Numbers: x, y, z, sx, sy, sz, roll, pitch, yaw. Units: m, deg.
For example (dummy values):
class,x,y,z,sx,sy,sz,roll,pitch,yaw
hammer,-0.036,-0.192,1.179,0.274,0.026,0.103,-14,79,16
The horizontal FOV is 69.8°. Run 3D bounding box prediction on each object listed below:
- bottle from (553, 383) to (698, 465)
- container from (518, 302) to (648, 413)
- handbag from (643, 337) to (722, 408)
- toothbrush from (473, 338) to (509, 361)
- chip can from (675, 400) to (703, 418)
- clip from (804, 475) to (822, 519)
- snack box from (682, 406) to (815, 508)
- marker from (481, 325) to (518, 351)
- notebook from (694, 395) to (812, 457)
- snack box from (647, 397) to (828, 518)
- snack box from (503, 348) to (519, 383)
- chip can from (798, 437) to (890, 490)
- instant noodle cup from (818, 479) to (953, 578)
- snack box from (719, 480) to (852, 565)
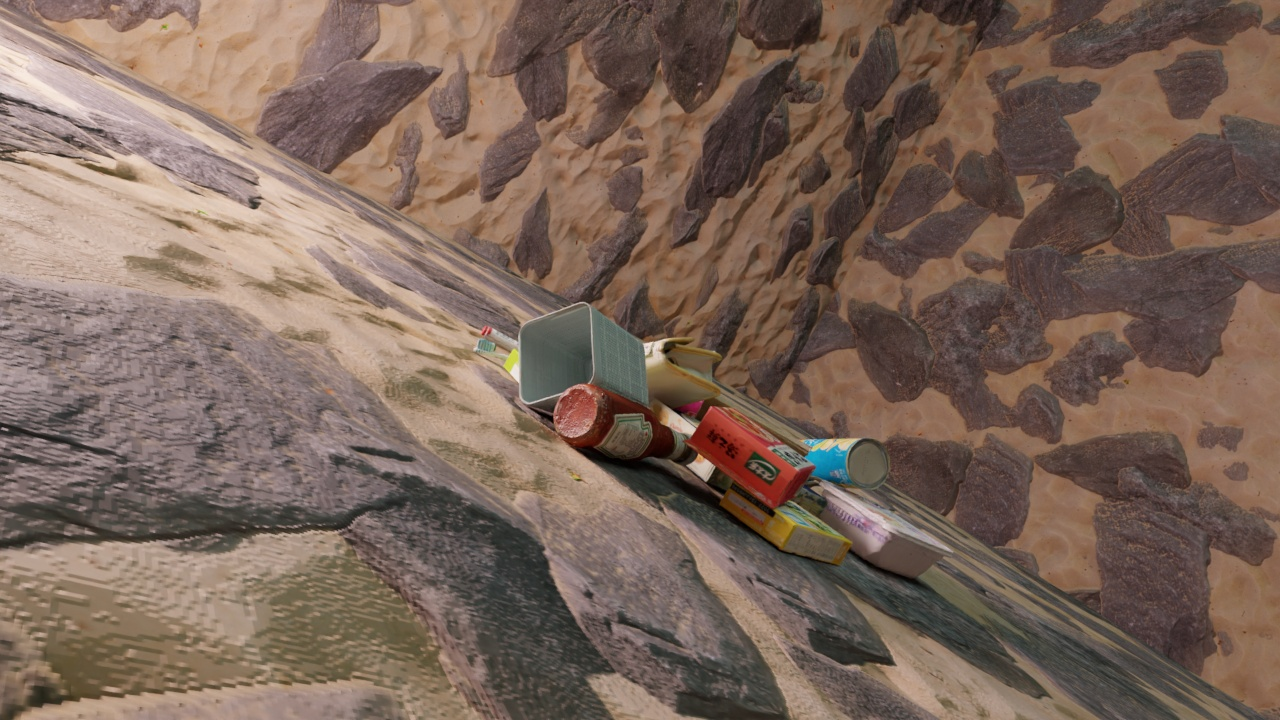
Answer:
class,x,y,z,sx,sy,sz,roll,pitch,yaw
bottle,-0.004,0.070,0.890,0.060,0.060,0.206,32,4,34
container,-0.053,0.009,0.921,0.090,0.089,0.111,-17,-26,28
handbag,-0.007,0.007,1.144,0.178,0.063,0.164,23,-29,-39
toothbrush,-0.092,0.017,1.074,0.224,0.027,0.026,18,1,-29
chip can,0.137,0.102,1.455,0.210,0.071,0.071,30,4,-9
clip,0.221,0.169,1.239,0.035,0.094,0.102,26,16,-43
snack box,0.115,0.096,0.946,0.113,0.044,0.127,36,9,17
marker,-0.140,-0.006,1.192,0.145,0.017,0.017,28,4,-17
notebook,0.142,0.110,1.260,0.149,0.012,0.212,30,-18,6
snack box,0.111,0.125,1.128,0.182,0.046,0.178,28,3,-31
snack box,-0.071,0.040,1.025,0.156,0.026,0.086,28,5,-31
chip can,0.258,0.145,1.292,0.071,0.071,0.211,28,-15,-17
instant noodle cup,0.304,0.223,1.177,0.173,0.060,0.138,28,3,-44
snack box,0.153,0.169,0.951,0.087,0.034,0.140,33,6,39
